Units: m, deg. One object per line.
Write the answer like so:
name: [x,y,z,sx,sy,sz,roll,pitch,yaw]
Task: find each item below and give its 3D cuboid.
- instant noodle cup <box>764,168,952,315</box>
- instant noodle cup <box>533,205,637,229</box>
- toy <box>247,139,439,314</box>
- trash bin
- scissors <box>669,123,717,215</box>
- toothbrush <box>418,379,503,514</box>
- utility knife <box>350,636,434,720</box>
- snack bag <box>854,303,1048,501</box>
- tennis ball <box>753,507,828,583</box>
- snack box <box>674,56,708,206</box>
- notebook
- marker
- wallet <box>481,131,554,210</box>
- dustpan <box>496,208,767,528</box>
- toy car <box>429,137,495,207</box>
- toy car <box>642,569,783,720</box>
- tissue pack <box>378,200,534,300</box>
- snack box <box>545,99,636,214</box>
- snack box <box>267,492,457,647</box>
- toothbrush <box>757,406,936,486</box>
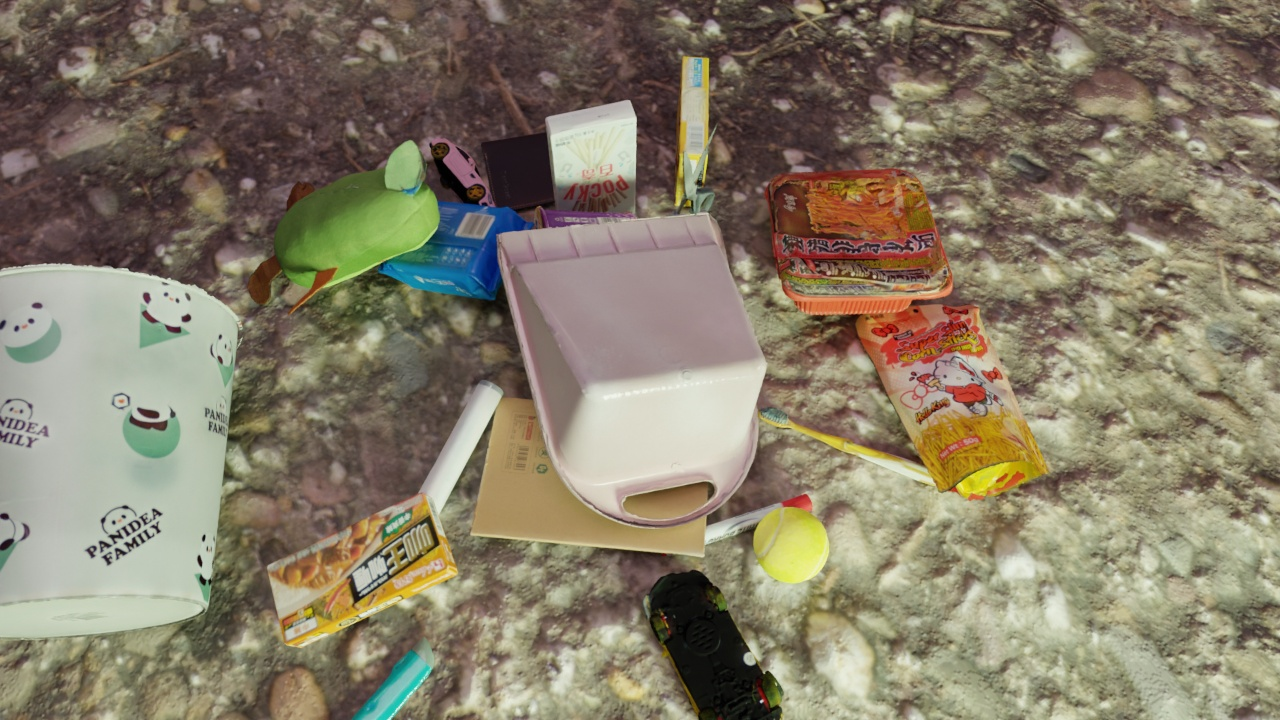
instant noodle cup: [0.211,-0.114,0.924,0.164,0.079,0.188,-1,51,1]
instant noodle cup: [-0.051,-0.101,0.915,0.099,0.112,0.111,-6,63,-15]
toy: [-0.291,-0.131,0.907,0.247,0.090,0.226,-5,51,36]
trash bin: [-0.451,0.085,0.750,0.229,0.230,0.251,-7,68,-5]
scissors: [0.048,-0.167,0.920,0.014,0.174,0.160,40,112,14]
toothbrush: [-0.186,0.117,0.839,0.026,0.027,0.220,16,66,21]
utility knife: [-0.240,0.313,0.745,0.029,0.013,0.205,36,65,14]
snack bag: [0.298,0.029,0.879,0.128,0.073,0.207,-9,55,-5]
tennis ball: [0.131,0.161,0.801,0.065,0.066,0.065,0,63,-1]
snack box: [0.056,-0.248,0.998,0.034,0.087,0.140,5,63,1]
notebook: [-0.041,0.104,0.847,0.207,0.008,0.147,5,54,1]
marker: [0.087,0.150,0.833,0.145,0.017,0.017,-16,64,-9]
wallet: [-0.109,-0.212,1.016,0.122,0.020,0.096,-12,64,-4]
dustpan: [-0.005,0.005,0.838,0.222,0.139,0.273,-6,49,-18]
toy car: [-0.185,-0.191,0.981,0.037,0.056,0.122,-34,67,-15]
toy car: [0.060,0.249,0.768,0.071,0.041,0.155,-26,68,-14]
tissue pack: [-0.188,-0.112,0.930,0.157,0.052,0.094,11,63,29]
snack box: [-0.048,-0.194,0.928,0.084,0.157,0.026,-14,64,-8]
snack box: [-0.240,0.180,0.790,0.154,0.026,0.075,-25,66,0]
toothbrush: [0.202,0.081,0.869,0.191,0.018,0.016,21,66,9]
